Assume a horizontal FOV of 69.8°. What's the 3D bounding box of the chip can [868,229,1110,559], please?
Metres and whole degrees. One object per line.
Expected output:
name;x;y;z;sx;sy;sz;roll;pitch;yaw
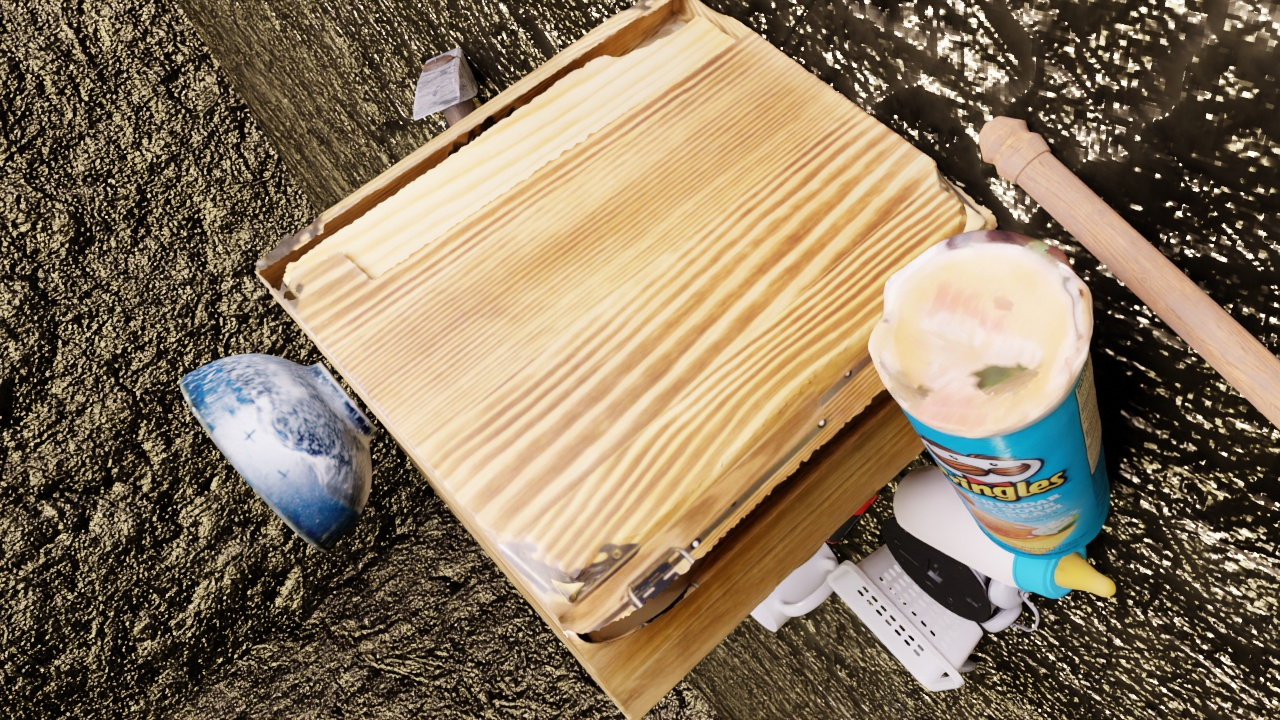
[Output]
chip can;0.163;0.028;0.401;0.080;0.080;0.229;40;180;35

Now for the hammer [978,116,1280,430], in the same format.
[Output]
hammer;0.233;0.019;0.323;0.317;0.082;0.163;53;166;22

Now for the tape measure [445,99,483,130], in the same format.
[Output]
tape measure;-0.164;-0.220;0.916;0.072;0.042;0.071;54;161;-18

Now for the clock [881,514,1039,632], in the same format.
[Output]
clock;0.229;0.146;0.653;0.122;0.035;0.095;39;160;33

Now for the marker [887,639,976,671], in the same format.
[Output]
marker;0.267;0.275;0.852;0.016;0.022;0.139;61;165;2

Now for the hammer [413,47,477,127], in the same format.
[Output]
hammer;-0.116;-0.118;0.818;0.217;0.037;0.301;-109;-4;-63

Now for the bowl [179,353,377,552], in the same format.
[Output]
bowl;-0.175;0.037;0.477;0.114;0.060;0.114;48;166;16

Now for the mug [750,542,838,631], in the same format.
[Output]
mug;0.151;0.218;0.917;0.074;0.090;0.111;56;163;-17

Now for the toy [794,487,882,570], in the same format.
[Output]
toy;0.086;0.076;0.630;0.198;0.162;0.203;12;177;0

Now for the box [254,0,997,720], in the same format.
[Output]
box;0.010;-0.016;0.465;0.257;0.278;0.215;37;157;41

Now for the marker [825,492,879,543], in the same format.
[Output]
marker;0.176;0.130;0.785;0.023;0.021;0.145;24;158;10

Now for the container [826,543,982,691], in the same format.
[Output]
container;0.226;0.211;0.774;0.129;0.049;0.081;47;163;15

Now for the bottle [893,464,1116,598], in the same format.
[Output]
bottle;0.222;0.108;0.561;0.146;0.051;0.051;26;150;56
